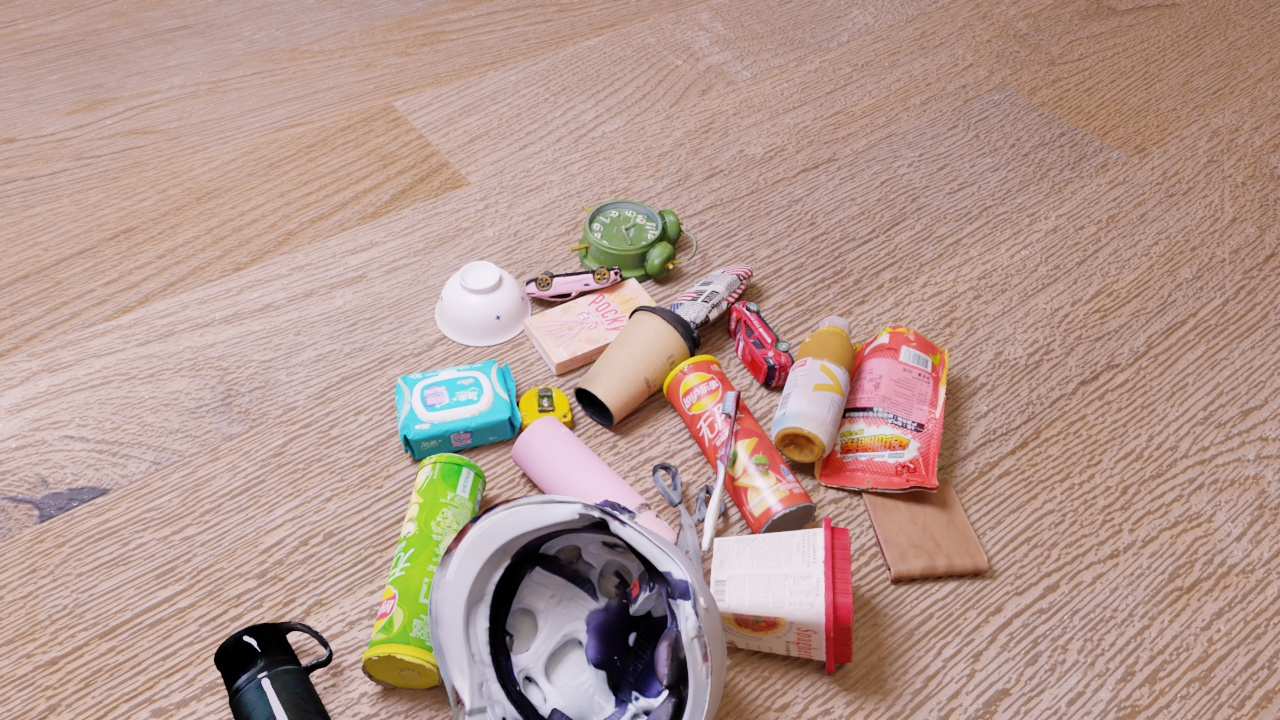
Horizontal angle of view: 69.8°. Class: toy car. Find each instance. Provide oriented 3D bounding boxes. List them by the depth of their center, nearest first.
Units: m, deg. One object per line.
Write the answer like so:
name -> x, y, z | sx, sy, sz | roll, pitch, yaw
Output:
toy car -> 0.137, -0.020, 1.084 | 0.045, 0.053, 0.120 | -12, 47, -21
toy car -> -0.083, -0.095, 1.141 | 0.122, 0.037, 0.056 | -7, 13, 1

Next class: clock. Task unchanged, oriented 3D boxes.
clock -> -0.006, -0.156, 1.198 | 0.161, 0.056, 0.115 | 9, 49, 4

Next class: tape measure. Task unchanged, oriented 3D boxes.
tape measure -> -0.107, 0.053, 1.019 | 0.060, 0.029, 0.057 | -7, 48, -10

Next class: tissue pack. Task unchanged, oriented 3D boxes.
tissue pack -> -0.199, 0.051, 1.001 | 0.133, 0.050, 0.093 | -11, 48, -14

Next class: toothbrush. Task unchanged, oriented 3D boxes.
toothbrush -> 0.077, 0.105, 0.905 | 0.017, 0.016, 0.187 | 2, 52, 19

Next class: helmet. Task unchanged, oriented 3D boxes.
helmet -> -0.039, 0.232, 0.763 | 0.259, 0.145, 0.229 | 23, 86, 32

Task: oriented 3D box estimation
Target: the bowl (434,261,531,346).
bowl -> -0.192, -0.081, 1.112 | 0.118, 0.065, 0.118 | 2, 47, -2

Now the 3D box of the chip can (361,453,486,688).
chip can -> -0.197, 0.189, 0.859 | 0.072, 0.073, 0.220 | 5, 48, 1

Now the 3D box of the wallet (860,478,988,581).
wallet -> 0.289, 0.172, 0.942 | 0.101, 0.020, 0.115 | -3, 45, -5

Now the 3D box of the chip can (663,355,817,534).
chip can -> 0.101, 0.092, 0.968 | 0.073, 0.073, 0.216 | -17, 51, -18

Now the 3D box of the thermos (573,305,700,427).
thermos -> -0.006, 0.006, 1.033 | 0.093, 0.093, 0.143 | 32, 61, 23

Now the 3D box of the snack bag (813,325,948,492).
snack bag -> 0.274, 0.057, 1.015 | 0.129, 0.073, 0.207 | 6, 50, 21

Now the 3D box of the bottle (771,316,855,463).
bottle -> 0.196, 0.026, 1.011 | 0.068, 0.068, 0.189 | 17, 49, 11

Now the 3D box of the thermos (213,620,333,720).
thermos -> -0.262, 0.316, 0.740 | 0.089, 0.069, 0.242 | -29, 55, -21

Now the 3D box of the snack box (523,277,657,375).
snack box -> -0.053, -0.043, 1.112 | 0.157, 0.026, 0.084 | -23, 53, -22

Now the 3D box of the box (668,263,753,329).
box -> 0.085, -0.074, 1.122 | 0.163, 0.069, 0.051 | -40, 99, -42

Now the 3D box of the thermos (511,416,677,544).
thermos -> -0.048, 0.137, 0.910 | 0.198, 0.087, 0.067 | 41, 97, 30

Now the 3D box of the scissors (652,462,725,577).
scissors -> 0.043, 0.156, 0.889 | 0.164, 0.014, 0.163 | -2, 43, -52

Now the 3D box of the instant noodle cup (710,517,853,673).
instant noodle cup -> 0.129, 0.212, 0.839 | 0.124, 0.116, 0.116 | -1, 46, 11
